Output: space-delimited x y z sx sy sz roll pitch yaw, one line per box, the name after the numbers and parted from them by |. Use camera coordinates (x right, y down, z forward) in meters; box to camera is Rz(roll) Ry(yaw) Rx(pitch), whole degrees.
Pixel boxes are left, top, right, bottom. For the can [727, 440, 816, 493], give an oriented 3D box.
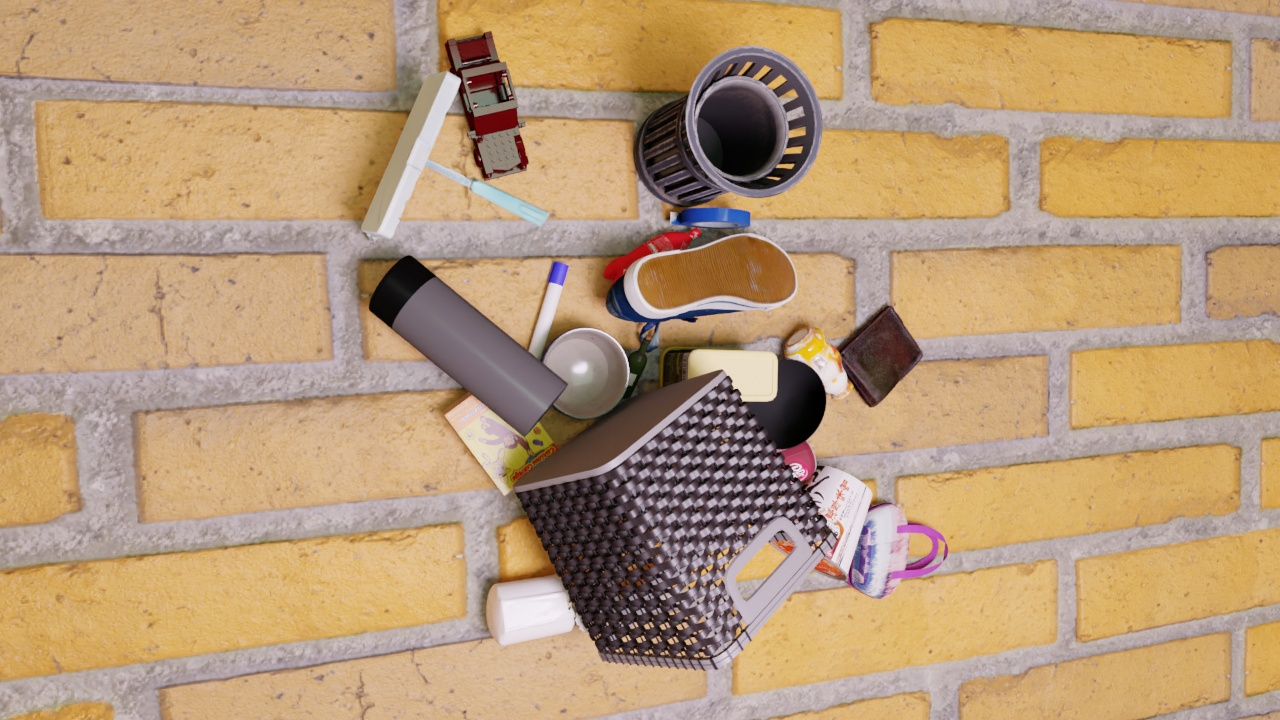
0.179 0.148 1.259 0.114 0.063 0.063 -18 98 -16 | can

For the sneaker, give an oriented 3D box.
0.078 -0.090 1.210 0.293 0.127 0.120 -10 84 -35 | sneaker

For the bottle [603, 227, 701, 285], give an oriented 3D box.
0.018 -0.137 1.201 0.141 0.042 0.042 -30 102 -14 | bottle

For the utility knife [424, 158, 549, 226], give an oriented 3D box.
-0.192 -0.211 1.142 0.168 0.015 0.022 24 85 -20 | utility knife

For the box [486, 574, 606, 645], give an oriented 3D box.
-0.111 0.312 1.162 0.160 0.092 0.081 -6 78 -20 | box

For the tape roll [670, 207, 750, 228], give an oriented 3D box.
0.098 -0.185 1.197 0.091 0.093 0.016 1 93 -34 | tape roll

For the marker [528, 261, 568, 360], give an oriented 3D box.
-0.121 -0.056 1.173 0.020 0.020 0.141 17 88 -18 | marker

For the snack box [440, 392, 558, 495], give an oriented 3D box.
-0.175 0.090 1.152 0.088 0.040 0.126 -37 103 -13 | snack box

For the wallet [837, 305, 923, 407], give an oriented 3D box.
0.344 -0.006 1.324 0.119 0.031 0.099 -42 107 -14 | wallet

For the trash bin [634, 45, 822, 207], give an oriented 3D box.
0.092 -0.268 1.119 0.164 0.228 0.164 -1 93 -18 | trash bin

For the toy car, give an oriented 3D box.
-0.183 -0.311 1.115 0.070 0.062 0.170 -18 98 -16 | toy car

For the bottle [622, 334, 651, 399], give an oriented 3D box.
-0.007 0.007 1.179 0.025 0.025 0.106 10 131 -18 | bottle

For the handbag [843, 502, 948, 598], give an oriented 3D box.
0.374 0.275 1.336 0.169 0.068 0.144 5 92 -25 | handbag

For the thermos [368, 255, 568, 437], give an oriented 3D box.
-0.204 -0.017 1.085 0.240 0.082 0.082 39 81 -1 | thermos

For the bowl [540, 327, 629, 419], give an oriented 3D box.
-0.077 0.015 1.170 0.115 0.059 0.115 -1 93 -18 | bowl

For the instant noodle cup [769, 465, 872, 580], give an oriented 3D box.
0.255 0.219 1.266 0.123 0.124 0.121 36 73 -17 | instant noodle cup

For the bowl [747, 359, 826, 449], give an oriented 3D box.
0.208 0.066 1.256 0.052 0.124 0.124 24 85 -51 | bowl

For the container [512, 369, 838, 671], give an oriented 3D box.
0.032 0.184 1.092 0.246 0.246 0.243 -36 100 -37 | container

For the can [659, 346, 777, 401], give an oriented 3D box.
0.103 0.019 1.205 0.130 0.101 0.072 1 90 -18 | can

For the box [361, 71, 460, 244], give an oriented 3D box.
-0.269 -0.231 1.052 0.043 0.136 0.197 25 85 -24 | box

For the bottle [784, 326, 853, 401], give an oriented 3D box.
0.250 0.006 1.274 0.063 0.063 0.109 -45 105 -11 | bottle
